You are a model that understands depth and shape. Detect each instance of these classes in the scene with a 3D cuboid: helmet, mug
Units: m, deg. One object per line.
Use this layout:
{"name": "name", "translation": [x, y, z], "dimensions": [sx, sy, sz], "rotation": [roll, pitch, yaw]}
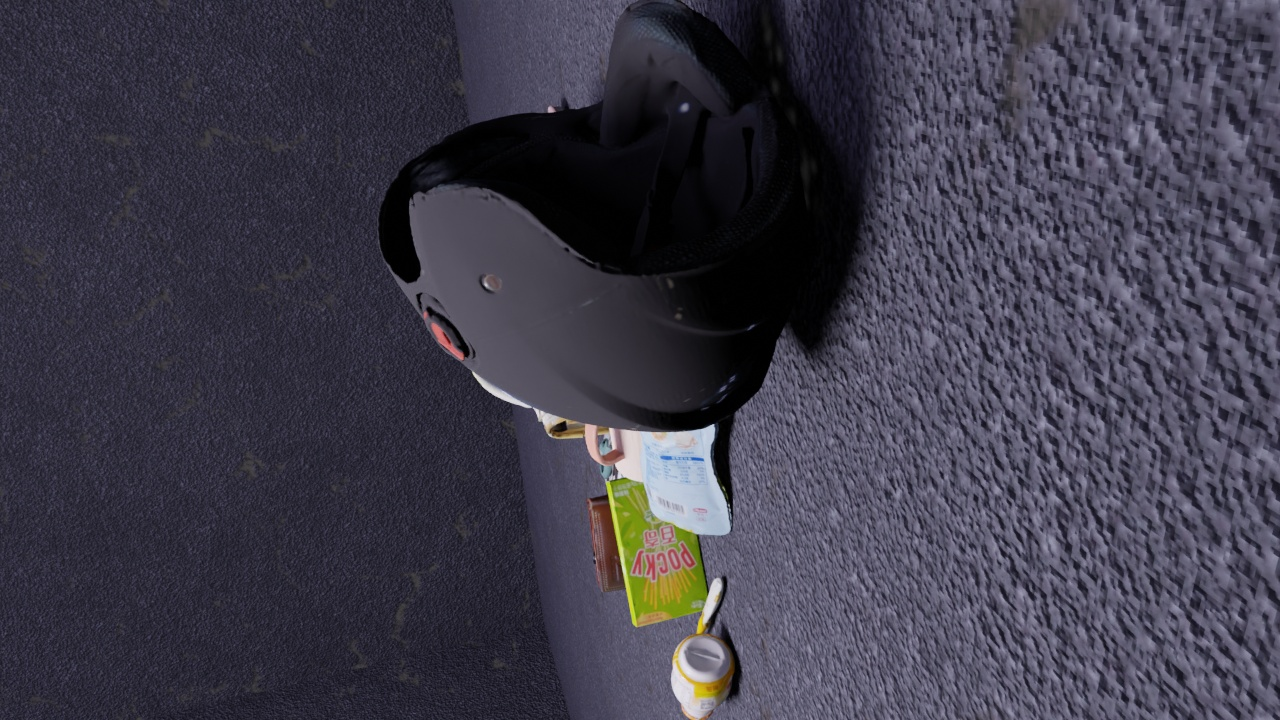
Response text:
{"name": "helmet", "translation": [-0.027, -0.074, 0.582], "dimensions": [0.275, 0.232, 0.230], "rotation": [10, 136, 34]}
{"name": "mug", "translation": [-0.004, 0.063, 0.912], "dimensions": [0.082, 0.114, 0.106], "rotation": [28, 135, 43]}

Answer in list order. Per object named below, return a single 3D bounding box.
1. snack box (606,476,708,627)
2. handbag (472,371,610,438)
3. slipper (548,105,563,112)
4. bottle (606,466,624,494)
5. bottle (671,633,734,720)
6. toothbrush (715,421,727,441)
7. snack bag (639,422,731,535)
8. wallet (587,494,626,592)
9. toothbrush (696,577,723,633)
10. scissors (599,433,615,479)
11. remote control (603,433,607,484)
{"name": "snack box", "translation": [0.019, 0.197, 0.979], "dimensions": [0.026, 0.085, 0.156], "rotation": [165, 95, -77]}
{"name": "handbag", "translation": [-0.099, 0.010, 1.042], "dimensions": [0.063, 0.178, 0.163], "rotation": [105, 149, -50]}
{"name": "slipper", "translation": [-0.111, -0.216, 1.286], "dimensions": [0.114, 0.054, 0.274], "rotation": [-149, 49, -74]}
{"name": "bottle", "translation": [-0.013, 0.154, 1.159], "dimensions": [0.195, 0.044, 0.079], "rotation": [113, 156, -71]}
{"name": "bottle", "translation": [0.062, 0.331, 0.945], "dimensions": [0.063, 0.063, 0.109], "rotation": [-113, 18, -44]}
{"name": "toothbrush", "translation": [0.036, -0.002, 0.874], "dimensions": [0.027, 0.026, 0.212], "rotation": [75, 172, -46]}
{"name": "snack bag", "translation": [0.028, 0.074, 0.831], "dimensions": [0.110, 0.038, 0.191], "rotation": [24, 138, 40]}
{"name": "wallet", "translation": [-0.007, 0.205, 1.066], "dimensions": [0.032, 0.101, 0.125], "rotation": [-135, 37, -66]}
{"name": "toothbrush", "translation": [0.073, 0.275, 0.973], "dimensions": [0.192, 0.018, 0.016], "rotation": [99, 155, -50]}
{"name": "scissors", "translation": [-0.036, 0.069, 1.161], "dimensions": [0.171, 0.019, 0.169], "rotation": [114, 160, -74]}
{"name": "remote control", "translation": [-0.040, 0.142, 1.345], "dimensions": [0.136, 0.020, 0.055], "rotation": [101, 154, -58]}
